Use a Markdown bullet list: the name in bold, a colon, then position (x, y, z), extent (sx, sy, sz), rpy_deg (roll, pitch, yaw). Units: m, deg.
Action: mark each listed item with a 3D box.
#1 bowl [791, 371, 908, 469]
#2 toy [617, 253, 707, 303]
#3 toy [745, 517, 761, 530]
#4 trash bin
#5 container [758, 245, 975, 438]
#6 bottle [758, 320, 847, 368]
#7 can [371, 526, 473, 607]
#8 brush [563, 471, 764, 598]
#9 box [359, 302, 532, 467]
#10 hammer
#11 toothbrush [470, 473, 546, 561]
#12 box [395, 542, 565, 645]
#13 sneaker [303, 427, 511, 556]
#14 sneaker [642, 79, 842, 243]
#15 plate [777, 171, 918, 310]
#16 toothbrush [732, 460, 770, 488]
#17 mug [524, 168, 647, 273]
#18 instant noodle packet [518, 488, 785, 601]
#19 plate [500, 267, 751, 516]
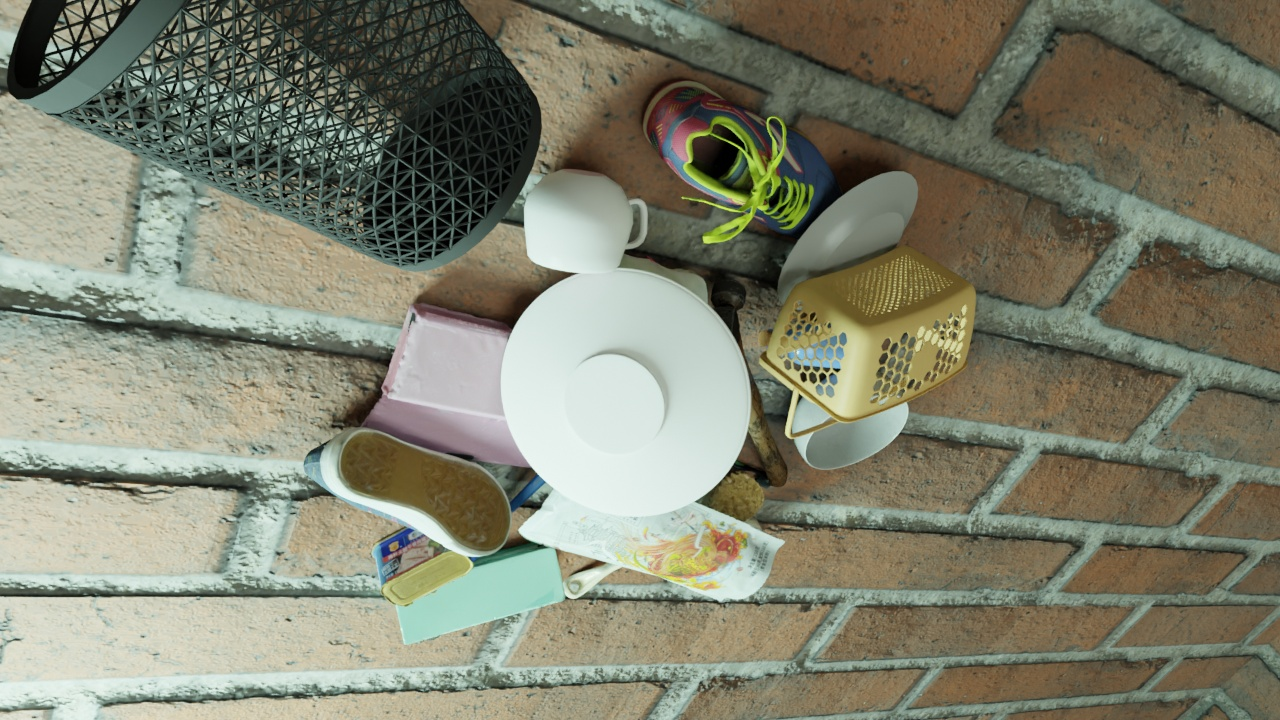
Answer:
- **bowl**: position (0.233, 0.059, 1.050), extent (0.131, 0.064, 0.132), rpy_deg (-14, 141, -12)
- **toy**: position (-0.005, 0.005, 0.855), extent (0.137, 0.085, 0.209), rpy_deg (-1, 104, -29)
- **toy**: position (0.110, 0.225, 1.153), extent (0.087, 0.050, 0.112), rpy_deg (-33, 138, 4)
- **trash bin**: position (-0.201, -0.182, 0.569), extent (0.217, 0.217, 0.243), rpy_deg (-42, 139, 12)
- **container**: position (0.225, -0.006, 0.903), extent (0.183, 0.129, 0.167), rpy_deg (-20, 134, -30)
- **bottle**: position (0.184, -0.018, 0.980), extent (0.131, 0.048, 0.048), rpy_deg (5, 125, -28)
- **can**: position (-0.231, 0.211, 0.974), extent (0.100, 0.059, 0.054), rpy_deg (-28, 134, 0)
- **brush**: position (0.024, 0.214, 1.099), extent (0.272, 0.062, 0.077), rpy_deg (-29, 156, 6)
- **box**: position (-0.136, 0.045, 0.885), extent (0.232, 0.055, 0.180), rpy_deg (12, 123, -32)
- **hammer**: position (0.119, 0.060, 0.981), extent (0.033, 0.119, 0.330), rpy_deg (0, 147, 20)
- **toothbrush**: position (-0.136, 0.161, 0.983), extent (0.016, 0.017, 0.190), rpy_deg (18, 128, -42)
- **box**: position (-0.188, 0.257, 1.056), extent (0.188, 0.079, 0.077), rpy_deg (-14, 91, -14)
- **sneaker**: position (-0.225, 0.127, 0.905), extent (0.079, 0.087, 0.235), rpy_deg (-3, 152, 38)
- **sneaker**: position (0.105, -0.152, 0.803), extent (0.241, 0.091, 0.116), rpy_deg (21, 114, -37)
- **plate**: position (0.209, -0.107, 0.897), extent (0.172, 0.019, 0.173), rpy_deg (-28, 150, -18)
- **toothbrush**: position (0.101, 0.118, 1.079), extent (0.017, 0.014, 0.188), rpy_deg (-41, 133, 22)
- **mug**: position (-0.039, -0.119, 0.771), extent (0.123, 0.090, 0.076), rpy_deg (-8, 113, -42)
- **instant noodle packet**: position (0.014, 0.199, 1.020), extent (0.269, 0.057, 0.147), rpy_deg (22, 127, -19)
- **plate**: position (-0.020, 0.035, 0.800), extent (0.230, 0.030, 0.229), rpy_deg (4, 105, 14)
